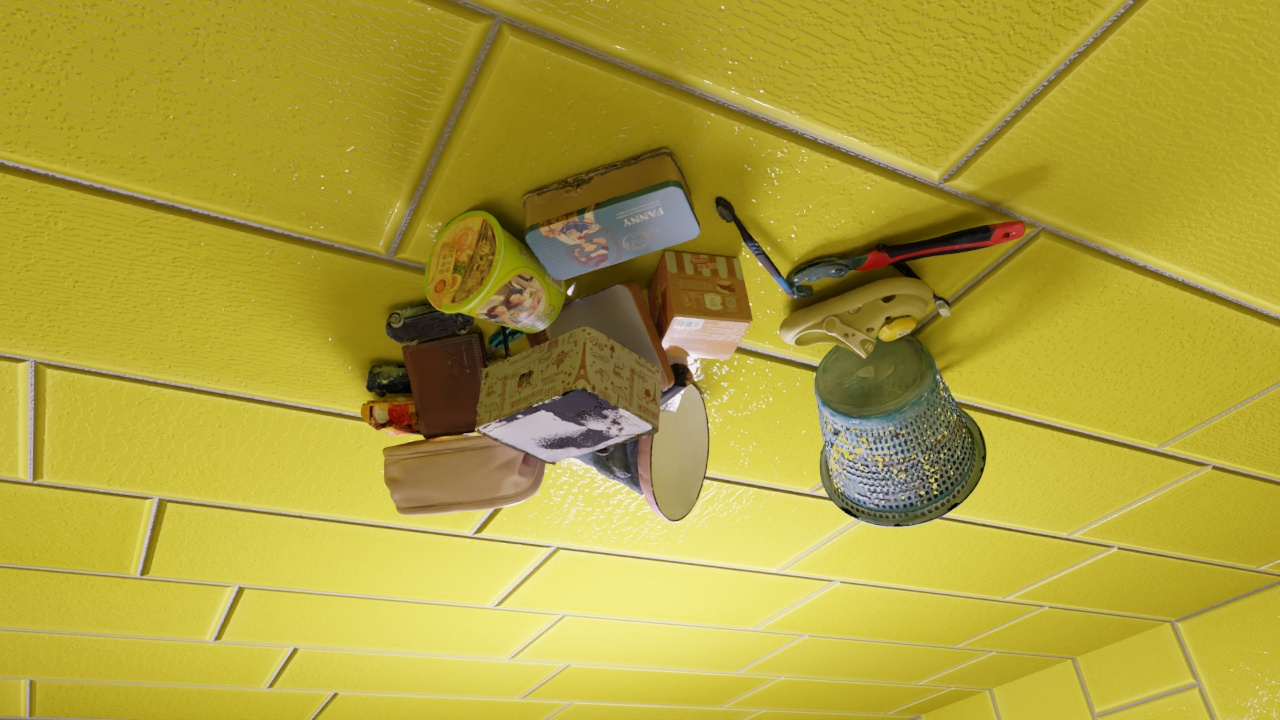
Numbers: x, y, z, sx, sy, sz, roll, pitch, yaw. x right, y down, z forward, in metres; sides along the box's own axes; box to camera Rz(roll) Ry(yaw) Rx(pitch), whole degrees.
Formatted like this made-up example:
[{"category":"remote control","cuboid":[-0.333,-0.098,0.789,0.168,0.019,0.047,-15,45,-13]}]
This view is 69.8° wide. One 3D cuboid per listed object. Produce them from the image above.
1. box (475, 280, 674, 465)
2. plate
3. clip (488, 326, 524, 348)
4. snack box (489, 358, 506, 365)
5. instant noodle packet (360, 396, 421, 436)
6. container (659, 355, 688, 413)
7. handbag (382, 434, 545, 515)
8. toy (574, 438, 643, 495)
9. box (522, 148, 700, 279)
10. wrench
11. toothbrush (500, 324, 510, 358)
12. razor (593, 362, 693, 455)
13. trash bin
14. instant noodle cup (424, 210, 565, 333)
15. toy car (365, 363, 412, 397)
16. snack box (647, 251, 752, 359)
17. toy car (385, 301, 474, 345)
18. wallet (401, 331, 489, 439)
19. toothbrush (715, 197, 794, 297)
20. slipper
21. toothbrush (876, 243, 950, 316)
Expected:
[{"category":"box","cuboid":[-0.067,0.003,1.037,0.183,0.177,0.152,-20,145,36]},{"category":"plate","cuboid":[0.040,0.122,1.248,0.039,0.192,0.192,3,152,27]},{"category":"clip","cuboid":[-0.164,-0.031,1.129,0.056,0.014,0.040,-31,138,33]},{"category":"snack box","cuboid":[-0.173,0.045,1.189,0.091,0.082,0.080,4,158,-14]},{"category":"instant noodle packet","cuboid":[-0.302,0.076,1.213,0.111,0.044,0.128,-1,169,-3]},{"category":"container","cuboid":[-0.007,0.007,1.147,0.114,0.090,0.090,4,144,-9]},{"category":"handbag","cuboid":[-0.211,0.126,1.219,0.193,0.093,0.233,-8,-173,12]},{"category":"toy","cuboid":[-0.041,0.120,1.257,0.091,0.137,0.356,-31,146,17]},{"category":"box","cuboid":[-0.025,-0.149,0.937,0.184,0.061,0.090,-15,146,16]},{"category":"wrench","cuboid":[0.297,-0.118,1.053,0.274,0.016,0.056,-14,147,21]},{"category":"toothbrush","cuboid":[-0.157,-0.008,1.098,0.016,0.014,0.189,-13,121,-17]},{"category":"razor","cuboid":[-0.003,0.053,1.101,0.168,0.062,0.067,-36,161,33]},{"category":"trash bin","cuboid":[0.326,0.074,1.213,0.227,0.226,0.195,-17,132,15]},{"category":"instant noodle cup","cuboid":[-0.148,-0.084,0.981,0.112,0.111,0.123,-26,149,27]},{"category":"toy car","cuboid":[-0.304,0.024,1.169,0.090,0.034,0.043,-1,145,-20]},{"category":"snack box","cuboid":[0.065,-0.062,1.048,0.092,0.094,0.077,4,145,-15]},{"category":"toy car","cuboid":[-0.247,-0.048,1.074,0.106,0.031,0.049,-13,145,8]},{"category":"wallet","cuboid":[-0.230,0.032,1.125,0.101,0.124,0.032,-11,-177,10]},{"category":"toothbrush","cuboid":[0.131,-0.122,1.032,0.014,0.016,0.189,-18,141,27]},{"category":"slipper","cuboid":[0.265,-0.040,1.119,0.191,0.081,0.091,-17,163,24]},{"category":"toothbrush","cuboid":[0.333,-0.097,1.112,0.016,0.018,0.181,-24,141,35]}]
